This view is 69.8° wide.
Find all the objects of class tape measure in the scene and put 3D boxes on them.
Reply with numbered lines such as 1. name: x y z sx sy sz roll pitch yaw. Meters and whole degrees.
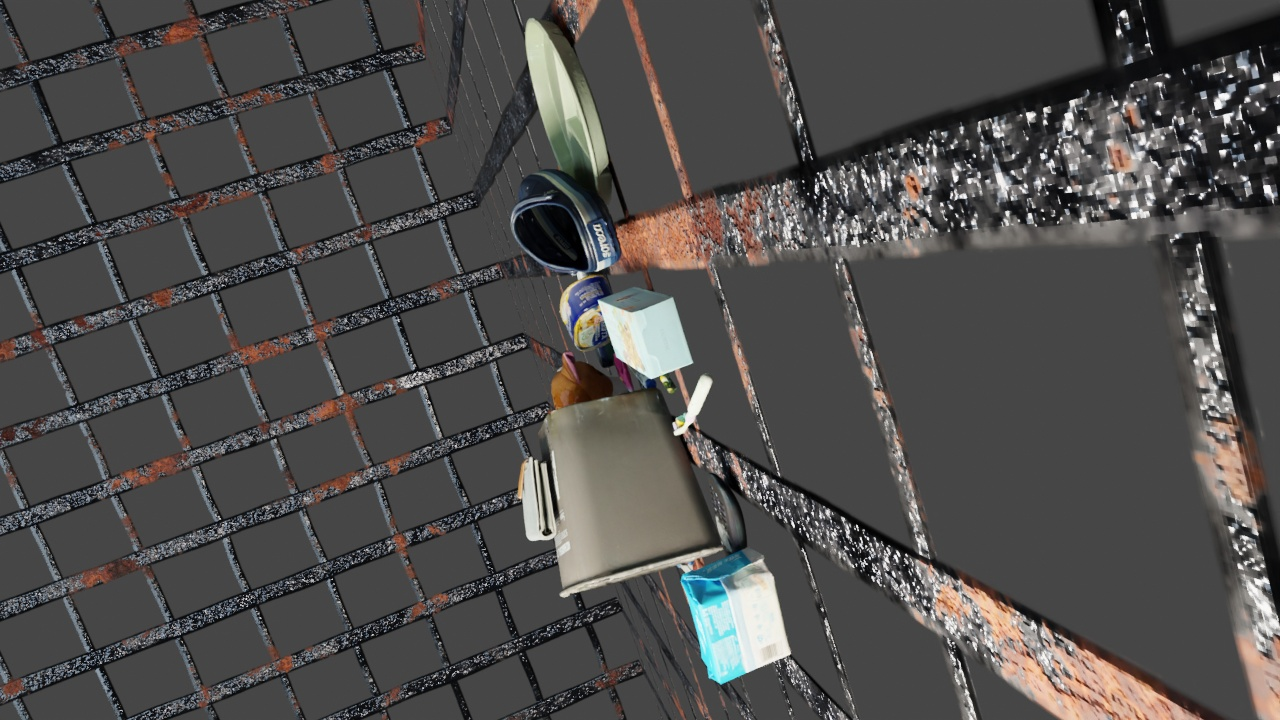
1. tape measure: -0.054 -0.017 1.407 0.054 0.025 0.058 142 111 -81

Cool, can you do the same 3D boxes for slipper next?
1. slipper: -0.096 -0.150 1.052 0.253 0.095 0.105 -139 31 -61

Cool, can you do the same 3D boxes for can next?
1. can: -0.068 -0.063 1.257 0.148 0.074 0.049 98 147 -69

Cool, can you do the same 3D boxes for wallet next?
1. wallet: -0.136 0.176 1.167 0.130 0.037 0.106 139 123 -73

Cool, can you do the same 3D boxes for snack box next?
1. snack box: 0.002 -0.034 1.010 0.175 0.051 0.074 -151 41 -74

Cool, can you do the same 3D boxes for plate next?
1. plate: -0.081 -0.276 1.049 0.230 0.027 0.230 160 91 -79

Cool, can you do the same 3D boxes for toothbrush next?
1. toothbrush: 0.056 0.047 0.979 0.020 0.029 0.190 26 161 3
2. toothbrush: 0.005 -0.024 1.130 0.185 0.012 0.017 -120 25 -44

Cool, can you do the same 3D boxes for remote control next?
1. remote control: 0.097 0.173 0.989 0.053 0.024 0.136 -125 17 -49

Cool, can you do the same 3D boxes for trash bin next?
1. trash bin: -0.028 0.168 1.164 0.199 0.198 0.219 128 128 -68

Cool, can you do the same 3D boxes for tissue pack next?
1. tissue pack: 0.100 0.271 0.975 0.063 0.090 0.140 -130 23 -64

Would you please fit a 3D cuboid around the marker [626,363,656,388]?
1. marker: -0.007 0.007 1.235 0.145 0.017 0.017 -130 22 -62

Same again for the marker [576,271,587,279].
1. marker: -0.098 -0.161 1.385 0.017 0.017 0.145 -138 30 -69

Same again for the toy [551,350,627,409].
1. toy: -0.062 0.079 1.380 0.199 0.130 0.140 52 156 7

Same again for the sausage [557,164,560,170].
1. sausage: -0.080 -0.199 1.209 0.021 0.021 0.165 -136 29 -68

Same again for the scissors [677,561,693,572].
1. scissors: 0.065 0.291 1.320 0.176 0.012 0.163 38 138 37

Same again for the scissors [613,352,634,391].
1. scissors: -0.011 0.051 1.353 0.137 0.017 0.077 66 169 -1
